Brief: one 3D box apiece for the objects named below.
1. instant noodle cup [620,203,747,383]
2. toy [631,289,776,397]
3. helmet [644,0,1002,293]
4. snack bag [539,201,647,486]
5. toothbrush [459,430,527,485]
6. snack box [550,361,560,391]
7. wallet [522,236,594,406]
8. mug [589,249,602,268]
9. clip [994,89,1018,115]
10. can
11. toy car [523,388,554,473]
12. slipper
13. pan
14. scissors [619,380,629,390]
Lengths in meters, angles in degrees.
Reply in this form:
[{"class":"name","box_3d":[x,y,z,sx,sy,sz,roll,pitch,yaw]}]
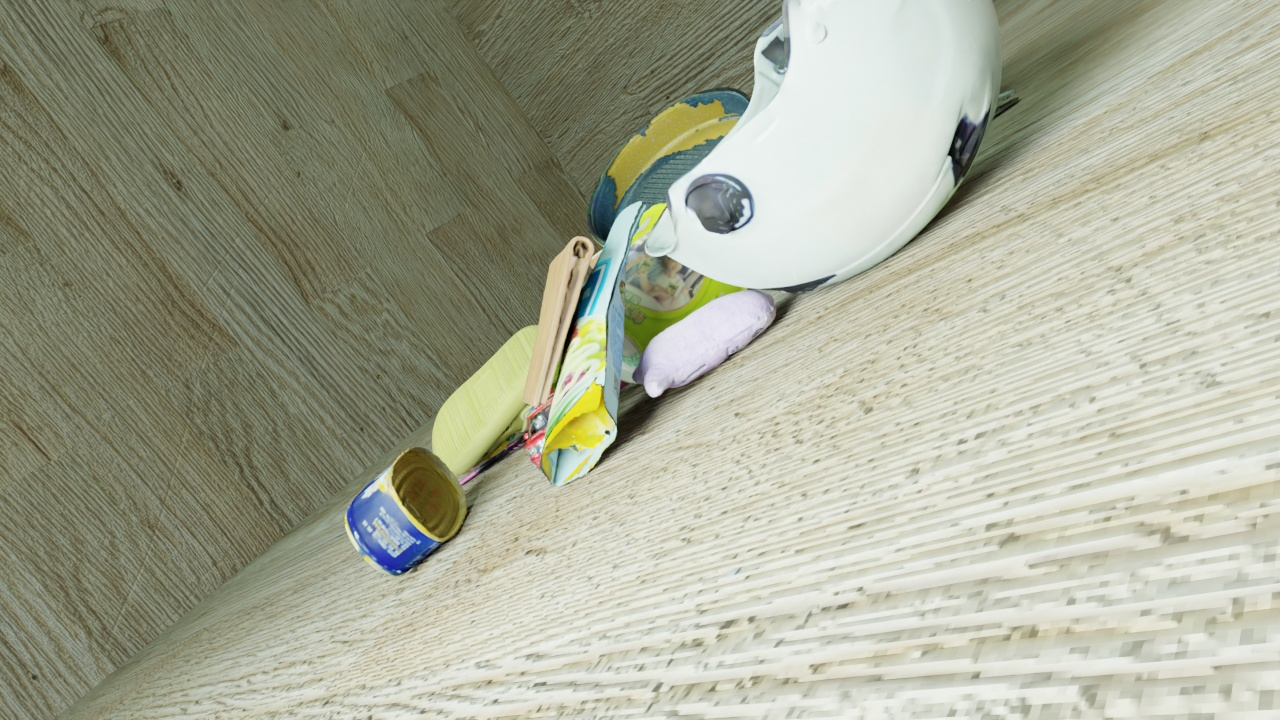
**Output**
[{"class":"instant noodle cup","box_3d":[0.009,-0.049,0.760,0.123,0.111,0.112,-49,12,-25]},{"class":"toy","box_3d":[0.042,-0.013,0.604,0.108,0.039,0.084,-31,11,-1]},{"class":"helmet","box_3d":[0.121,-0.138,0.567,0.259,0.146,0.228,-55,5,40]},{"class":"snack bag","box_3d":[-0.032,-0.016,0.625,0.111,0.039,0.190,114,166,-48]},{"class":"toothbrush","box_3d":[-0.127,0.088,0.893,0.190,0.018,0.014,-36,6,36]},{"class":"snack box","box_3d":[-0.049,-0.023,1.036,0.086,0.026,0.156,-30,22,50]},{"class":"wallet","box_3d":[-0.060,-0.024,0.634,0.101,0.020,0.115,-177,102,-80]},{"class":"mug","box_3d":[-0.003,-0.104,1.131,0.081,0.106,0.114,-37,7,-1]},{"class":"clip","box_3d":[0.285,-0.207,0.760,0.058,0.045,0.027,-23,9,23]},{"class":"can","box_3d":[-0.182,0.116,0.721,0.049,0.074,0.148,-39,7,3]},{"class":"toy car","box_3d":[-0.061,0.047,0.703,0.053,0.045,0.120,-38,9,6]},{"class":"slipper","box_3d":[-0.136,0.050,0.942,0.191,0.081,0.091,-47,39,17]},{"class":"pan","box_3d":[0.074,-0.173,0.813,0.358,0.078,0.197,14,69,51]},{"class":"scissors","box_3d":[-0.005,0.005,0.821,0.133,0.017,0.131,-32,5,7]}]
